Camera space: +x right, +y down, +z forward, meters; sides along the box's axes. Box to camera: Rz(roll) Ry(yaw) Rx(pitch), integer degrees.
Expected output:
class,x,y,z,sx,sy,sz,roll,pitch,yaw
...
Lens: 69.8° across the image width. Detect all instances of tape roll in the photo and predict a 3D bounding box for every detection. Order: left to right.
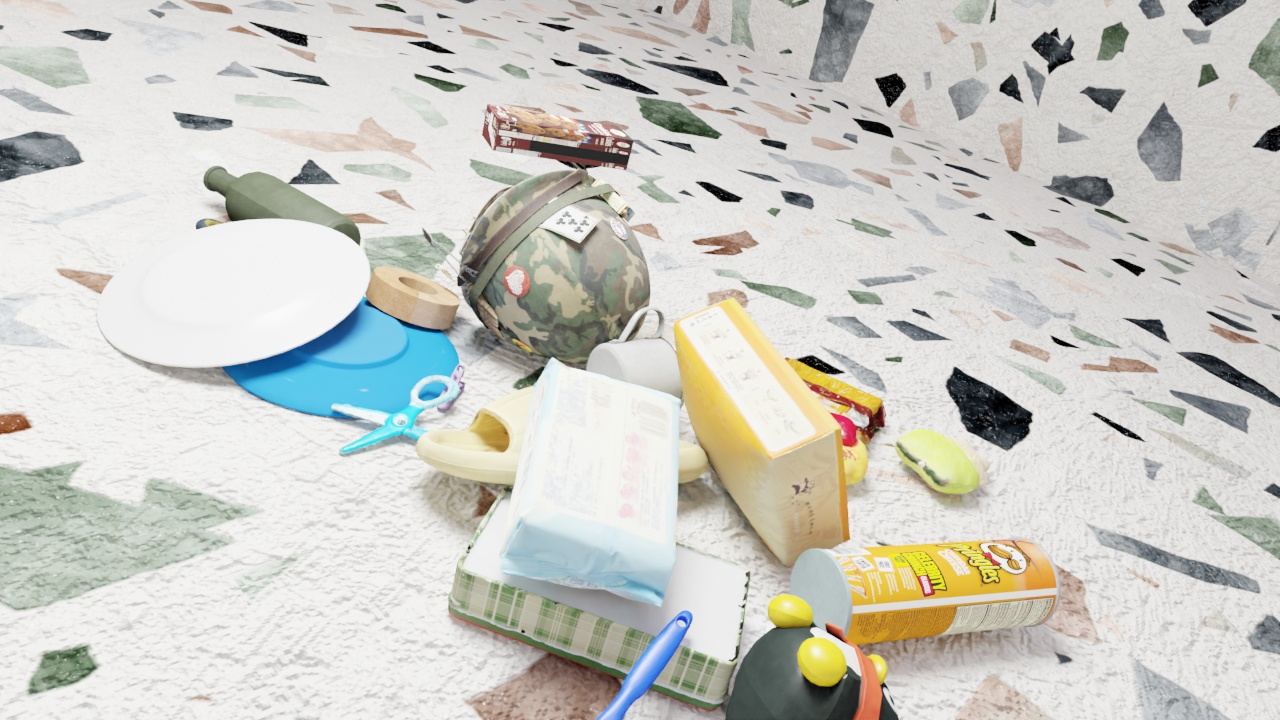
class,x,y,z,sx,sy,sz,roll,pitch,yaw
tape roll,-0.237,-0.066,0.958,0.094,0.027,0.094,23,13,-6

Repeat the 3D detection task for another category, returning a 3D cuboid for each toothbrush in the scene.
class,x,y,z,sx,sy,sz,roll,pitch,yaw
toothbrush,-0.018,0.216,0.553,0.016,0.018,0.182,33,51,15

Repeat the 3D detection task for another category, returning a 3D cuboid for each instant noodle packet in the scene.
class,x,y,z,sx,sy,sz,roll,pitch,yaw
instant noodle packet,0.202,0.047,1.011,0.135,0.040,0.098,25,30,18

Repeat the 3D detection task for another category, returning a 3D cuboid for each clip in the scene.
class,x,y,z,sx,sy,sz,roll,pitch,yaw
clip,-0.176,0.029,0.863,0.014,0.046,0.050,16,72,4

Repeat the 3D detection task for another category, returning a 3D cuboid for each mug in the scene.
class,x,y,z,sx,sy,sz,roll,pitch,yaw
mug,-0.005,0.005,0.897,0.070,0.113,0.084,-8,11,-34

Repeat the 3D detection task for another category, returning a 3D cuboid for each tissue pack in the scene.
class,x,y,z,sx,sy,sz,roll,pitch,yaw
tissue pack,-0.032,0.087,0.650,0.112,0.070,0.181,19,43,-13

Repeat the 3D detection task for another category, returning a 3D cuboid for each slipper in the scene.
class,x,y,z,sx,sy,sz,roll,pitch,yaw
slipper,-0.053,0.060,0.770,0.261,0.079,0.111,6,7,-32

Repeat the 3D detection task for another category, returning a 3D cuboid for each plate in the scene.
class,x,y,z,sx,sy,sz,roll,pitch,yaw
plate,-0.381,-0.076,0.865,0.242,0.016,0.242,1,39,-1
plate,-0.284,-0.019,0.879,0.224,0.024,0.224,13,28,-7

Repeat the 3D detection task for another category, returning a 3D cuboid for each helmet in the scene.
class,x,y,z,sx,sy,sz,roll,pitch,yaw
helmet,-0.098,-0.110,0.953,0.236,0.192,0.224,46,-3,39

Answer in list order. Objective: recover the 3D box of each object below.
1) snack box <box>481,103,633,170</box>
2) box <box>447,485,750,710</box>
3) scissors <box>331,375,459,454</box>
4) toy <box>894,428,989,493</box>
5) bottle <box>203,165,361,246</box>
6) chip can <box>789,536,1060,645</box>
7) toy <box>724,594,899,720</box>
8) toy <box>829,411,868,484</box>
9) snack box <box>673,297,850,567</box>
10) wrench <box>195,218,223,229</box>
class,x,y,z,sx,sy,sz,roll,pitch,yaw
snack box,-0.083,-0.224,0.923,0.140,0.032,0.051,3,29,-25
box,-0.025,0.166,0.664,0.205,0.050,0.117,18,26,2
scissors,-0.195,0.059,0.792,0.134,0.012,0.133,40,41,21
toy,0.324,0.105,0.966,0.115,0.046,0.092,0,32,-41
bottle,-0.408,-0.165,1.024,0.207,0.072,0.071,29,30,21
chip can,0.231,0.184,0.739,0.214,0.075,0.075,2,31,-25
toy,0.118,0.226,0.589,0.119,0.100,0.097,35,5,-15
toy,0.173,0.072,0.926,0.105,0.067,0.137,-19,49,-36
snack box,0.098,0.063,0.805,0.080,0.145,0.195,-23,41,-8
wrench,-0.380,-0.097,0.942,0.273,0.022,0.073,27,31,31
